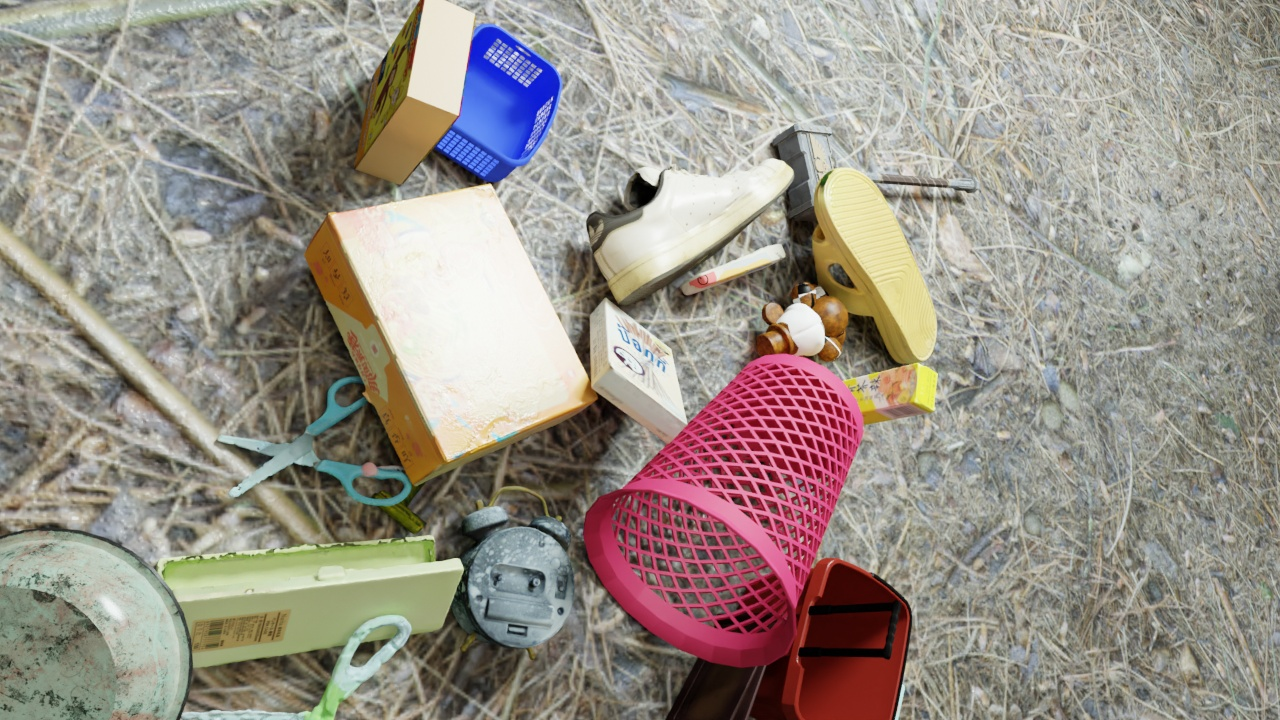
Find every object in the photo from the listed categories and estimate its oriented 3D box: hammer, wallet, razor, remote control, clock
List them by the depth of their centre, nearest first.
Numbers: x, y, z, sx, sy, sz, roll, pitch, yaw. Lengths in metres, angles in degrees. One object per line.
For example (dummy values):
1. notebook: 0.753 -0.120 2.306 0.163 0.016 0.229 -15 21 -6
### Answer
1. clock: -0.097 0.159 0.701 0.090 0.052 0.129 18 68 -28
2. razor: -0.159 0.078 0.704 0.042 0.026 0.105 41 54 -15
3. wallet: 0.070 0.260 0.759 0.018 0.092 0.115 40 59 -17
4. remote control: 0.093 -0.090 0.907 0.125 0.038 0.018 -23 89 -36
5. hammer: 0.294 -0.212 1.072 0.321 0.044 0.098 -4 79 -34

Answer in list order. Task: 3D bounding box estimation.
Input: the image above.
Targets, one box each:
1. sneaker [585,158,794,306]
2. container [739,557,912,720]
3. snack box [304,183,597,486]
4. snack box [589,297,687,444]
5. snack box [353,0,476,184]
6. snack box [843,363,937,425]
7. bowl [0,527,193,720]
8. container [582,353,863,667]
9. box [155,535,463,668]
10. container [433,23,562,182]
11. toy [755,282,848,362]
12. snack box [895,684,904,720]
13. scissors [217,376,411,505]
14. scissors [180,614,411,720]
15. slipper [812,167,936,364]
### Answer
1. sneaker: 0.041 -0.146 0.869 0.240 0.089 0.102 -37 88 -32
2. container: 0.169 0.244 0.758 0.127 0.201 0.147 34 60 -25
3. snack box: -0.146 -0.022 0.697 0.144 0.081 0.195 -22 83 -41
4. snack box: -0.005 0.004 0.767 0.082 0.026 0.150 38 16 -18
5. snack box: -0.176 -0.205 0.708 0.040 0.126 0.088 16 68 -29
6. snack box: 0.216 0.039 0.884 0.029 0.148 0.040 24 65 -29
7. bowl: -0.335 0.174 0.503 0.157 0.038 0.157 0 89 -6
8. container: 0.090 0.108 0.777 0.183 0.184 0.225 52 48 -10
9. box: -0.222 0.163 0.619 0.187 0.089 0.078 1 96 -36
10. container: -0.128 -0.215 0.784 0.096 0.058 0.114 31 62 -23
11. toy: 0.164 -0.032 0.927 0.112 0.067 0.087 -25 91 -27
12. snack box: 0.179 0.358 0.827 0.075 0.053 0.174 35 61 -21
13. scissors: -0.228 0.054 0.660 0.136 0.015 0.125 17 55 -20
14. scissors: -0.212 0.233 0.601 0.171 0.023 0.168 28 87 -41
15. slipper: 0.239 -0.097 0.986 0.263 0.079 0.099 51 57 -32
